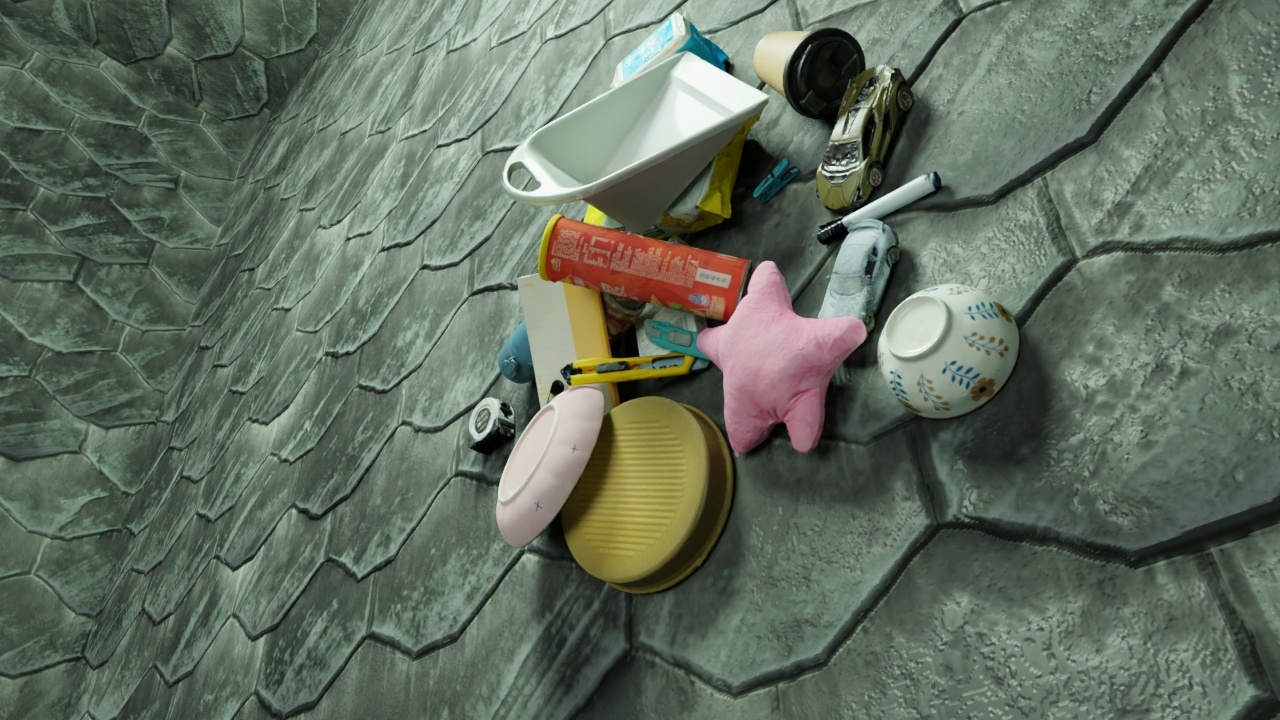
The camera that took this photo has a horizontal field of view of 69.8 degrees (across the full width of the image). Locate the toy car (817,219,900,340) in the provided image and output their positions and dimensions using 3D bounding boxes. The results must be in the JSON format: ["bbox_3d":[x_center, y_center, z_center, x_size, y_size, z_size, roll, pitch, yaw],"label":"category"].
[{"bbox_3d":[0.198,-0.072,0.845,0.054,0.036,0.120,8,76,52],"label":"toy car"}]

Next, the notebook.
[{"bbox_3d":[-0.082,-0.004,1.064,0.146,0.010,0.206,-6,95,48],"label":"notebook"}]

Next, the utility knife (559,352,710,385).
[{"bbox_3d":[-0.006,0.006,0.987,0.173,0.015,0.033,-6,54,13],"label":"utility knife"}]

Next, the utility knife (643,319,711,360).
[{"bbox_3d":[0.063,-0.017,0.957,0.160,0.013,0.029,16,95,37],"label":"utility knife"}]

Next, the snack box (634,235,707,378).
[{"bbox_3d":[0.029,-0.062,1.048,0.085,0.027,0.156,-37,42,29],"label":"snack box"}]

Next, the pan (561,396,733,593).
[{"bbox_3d":[-0.046,0.142,0.985,0.358,0.078,0.197,-4,66,42],"label":"pan"}]

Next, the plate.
[{"bbox_3d":[-0.106,0.107,0.990,0.193,0.039,0.192,-51,19,25],"label":"plate"}]

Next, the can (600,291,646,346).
[{"bbox_3d":[-0.052,-0.039,1.076,0.148,0.058,0.057,-46,36,44],"label":"can"}]

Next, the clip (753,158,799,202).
[{"bbox_3d":[0.147,-0.196,1.002,0.057,0.046,0.014,-45,41,26],"label":"clip"}]

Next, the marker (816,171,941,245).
[{"bbox_3d":[0.225,-0.145,0.876,0.131,0.018,0.022,-27,66,38],"label":"marker"}]

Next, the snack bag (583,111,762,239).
[{"bbox_3d":[0.035,-0.218,1.112,0.247,0.068,0.157,-4,63,49],"label":"snack bag"}]

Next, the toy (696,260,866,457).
[{"bbox_3d":[0.115,0.007,0.856,0.194,0.074,0.179,42,115,49],"label":"toy"}]

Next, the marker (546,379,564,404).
[{"bbox_3d":[-0.110,0.078,1.092,0.015,0.018,0.124,-64,-9,-67],"label":"marker"}]

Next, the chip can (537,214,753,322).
[{"bbox_3d":[0.005,-0.096,0.956,0.217,0.073,0.073,14,73,10],"label":"chip can"}]

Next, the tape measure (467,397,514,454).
[{"bbox_3d":[-0.197,0.084,1.216,0.066,0.033,0.065,-31,47,32],"label":"tape measure"}]

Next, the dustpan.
[{"bbox_3d":[-0.027,-0.260,1.041,0.258,0.142,0.222,-52,37,11],"label":"dustpan"}]

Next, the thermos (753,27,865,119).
[{"bbox_3d":[0.177,-0.318,0.998,0.093,0.093,0.143,-53,29,10],"label":"thermos"}]

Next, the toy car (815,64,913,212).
[{"bbox_3d":[0.220,-0.222,0.918,0.070,0.042,0.158,7,74,52],"label":"toy car"}]

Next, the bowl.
[{"bbox_3d":[0.237,-0.016,0.739,0.114,0.062,0.113,-30,44,34],"label":"bowl"}]

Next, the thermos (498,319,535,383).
[{"bbox_3d":[-0.103,-0.054,1.150,0.221,0.070,0.070,-47,37,31],"label":"thermos"}]

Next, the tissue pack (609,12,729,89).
[{"bbox_3d":[0.038,-0.375,1.197,0.140,0.090,0.063,-33,43,32],"label":"tissue pack"}]
